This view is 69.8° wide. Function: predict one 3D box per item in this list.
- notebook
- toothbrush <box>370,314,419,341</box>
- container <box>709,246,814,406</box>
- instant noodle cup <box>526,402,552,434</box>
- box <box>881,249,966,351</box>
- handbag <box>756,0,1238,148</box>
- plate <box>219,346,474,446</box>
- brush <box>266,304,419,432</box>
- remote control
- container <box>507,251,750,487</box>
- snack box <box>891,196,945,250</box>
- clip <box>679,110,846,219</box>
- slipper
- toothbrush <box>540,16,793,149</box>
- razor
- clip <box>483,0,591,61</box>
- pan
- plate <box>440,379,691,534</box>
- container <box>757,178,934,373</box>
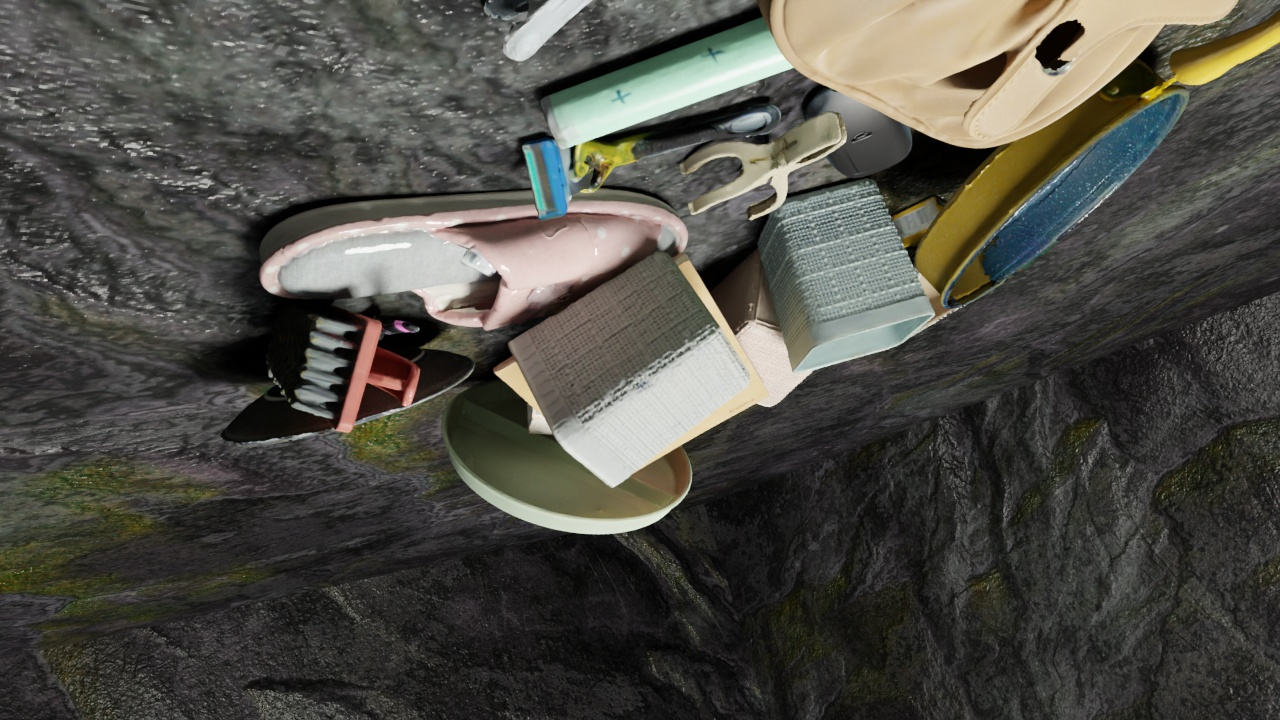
[{"bbox_3d":[0.004,0.017,0.684,0.149,0.012,0.211,-31,145,6],"label":"notebook"},{"bbox_3d":[-0.153,-0.018,0.559,0.014,0.017,0.189,23,174,-21],"label":"toothbrush"},{"bbox_3d":[0.105,-0.028,0.765,0.090,0.089,0.111,18,154,-12],"label":"container"},{"bbox_3d":[-0.037,0.018,0.802,0.124,0.116,0.117,-1,164,-10],"label":"instant noodle cup"},{"bbox_3d":[0.209,-0.037,0.779,0.085,0.075,0.162,22,153,-10],"label":"box"},{"bbox_3d":[0.132,-0.146,0.325,0.204,0.099,0.148,3,148,-44],"label":"handbag"},{"bbox_3d":[-0.207,0.017,0.653,0.179,0.024,0.179,-13,-168,3],"label":"plate"},{"bbox_3d":[-0.181,0.000,0.554,0.069,0.063,0.146,16,180,-30],"label":"brush"},{"bbox_3d":[0.136,-0.134,0.555,0.053,0.024,0.136,-19,166,21],"label":"remote control"},{"bbox_3d":[-0.003,0.003,0.574,0.114,0.090,0.090,-34,147,4],"label":"container"},{"bbox_3d":[0.210,-0.092,0.798,0.141,0.033,0.086,-23,165,32],"label":"snack box"},{"bbox_3d":[0.063,-0.110,0.526,0.098,0.035,0.100,-8,172,-13],"label":"clip"},{"bbox_3d":[-0.083,-0.055,0.550,0.273,0.054,0.114,-6,163,-36],"label":"slipper"},{"bbox_3d":[0.062,-0.145,0.419,0.224,0.027,0.026,-18,171,7],"label":"toothbrush"},{"bbox_3d":[0.008,-0.116,0.490,0.142,0.022,0.043,-18,123,-9],"label":"razor"},{"bbox_3d":[-0.032,-0.138,0.351,0.057,0.028,0.024,-29,166,10],"label":"clip"},{"bbox_3d":[0.298,-0.142,0.550,0.197,0.078,0.358,-29,159,-26],"label":"pan"},{"bbox_3d":[-0.066,0.082,0.830,0.229,0.230,0.028,-6,122,-38],"label":"plate"},{"bbox_3d":[0.141,-0.062,0.666,0.090,0.111,0.090,-16,167,-7],"label":"container"}]
